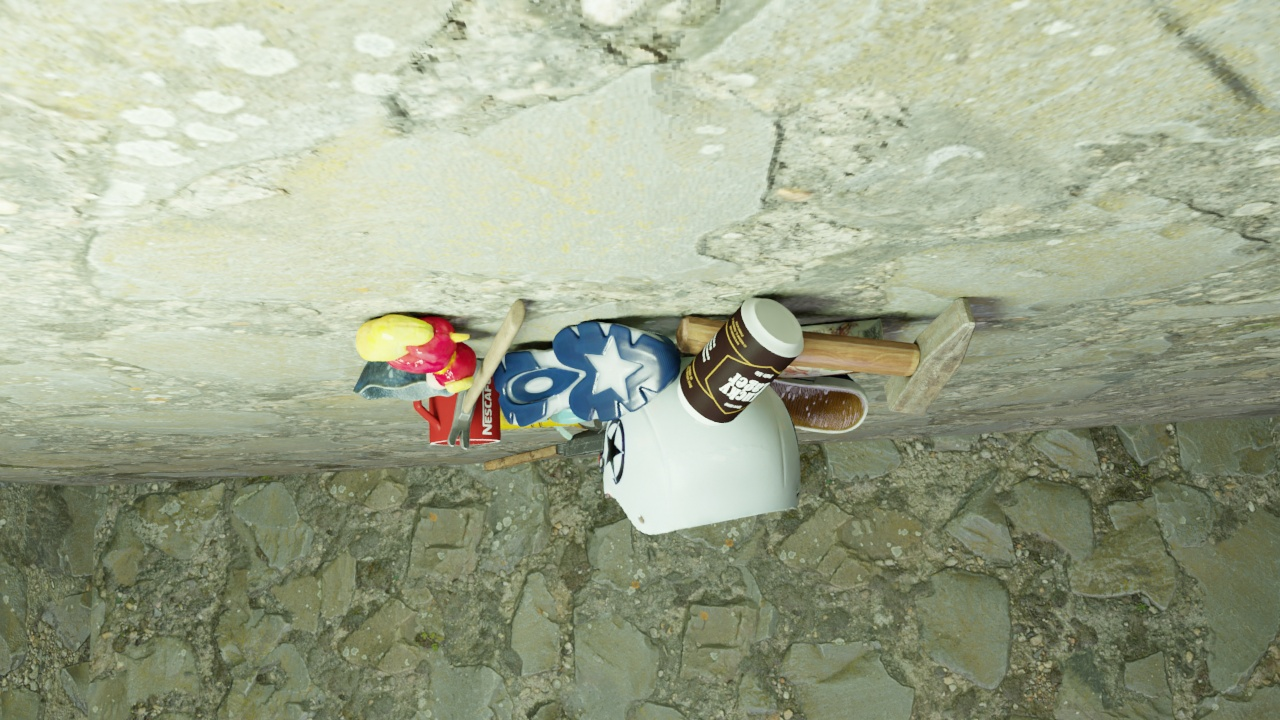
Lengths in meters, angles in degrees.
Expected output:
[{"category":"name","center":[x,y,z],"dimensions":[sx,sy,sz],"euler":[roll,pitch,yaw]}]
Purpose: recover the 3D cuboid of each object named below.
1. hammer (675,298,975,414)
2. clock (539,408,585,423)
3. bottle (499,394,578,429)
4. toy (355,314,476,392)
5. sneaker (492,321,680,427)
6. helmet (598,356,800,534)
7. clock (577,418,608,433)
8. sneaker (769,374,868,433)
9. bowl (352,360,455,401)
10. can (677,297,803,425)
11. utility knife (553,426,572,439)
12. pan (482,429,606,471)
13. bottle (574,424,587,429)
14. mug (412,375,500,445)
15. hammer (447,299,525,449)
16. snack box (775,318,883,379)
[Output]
[{"category":"hammer","center":[0.185,-0.015,0.955],"dimensions":[0.300,0.037,0.158],"euler":[6,142,-8]},{"category":"clock","center":[-0.093,0.043,1.177],"dimensions":[0.124,0.053,0.089],"euler":[-1,-154,27]},{"category":"bottle","center":[-0.131,0.060,1.302],"dimensions":[0.164,0.071,0.071],"euler":[-3,171,1]},{"category":"toy","center":[-0.209,-0.012,0.897],"dimensions":[0.106,0.067,0.137],"euler":[-11,156,27]},{"category":"sneaker","center":[-0.040,0.009,1.017],"dimensions":[0.132,0.103,0.270],"euler":[-15,-178,-44]},{"category":"helmet","center":[0.066,0.077,1.082],"dimensions":[0.236,0.164,0.264],"euler":[-6,-160,-8]},{"category":"clock","center":[-0.042,0.059,1.238],"dimensions":[0.091,0.044,0.122],"euler":[12,-146,40]},{"category":"sneaker","center":[0.155,0.037,1.265],"dimensions":[0.294,0.121,0.127],"euler":[2,-149,-5]},{"category":"bowl","center":[-0.260,0.013,1.014],"dimensions":[0.110,0.055,0.110],"euler":[-3,170,-1]},{"category":"can","center":[0.096,0.002,0.889],"dimensions":[0.071,0.072,0.129],"euler":[4,141,-37]},{"category":"utility knife","center":[-0.143,0.081,1.351],"dimensions":[0.022,0.015,0.158],"euler":[-30,-144,-18]},{"category":"pan","center":[-0.085,0.125,1.371],"dimensions":[0.358,0.040,0.207],"euler":[-10,174,21]},{"category":"bottle","center":[-0.055,0.077,1.438],"dimensions":[0.068,0.067,0.156],"euler":[-7,170,23]},{"category":"mug","center":[-0.235,0.056,1.154],"dimensions":[0.081,0.096,0.116],"euler":[-12,167,43]},{"category":"hammer","center":[-0.160,0.011,0.967],"dimensions":[0.030,0.119,0.332],"euler":[15,157,-16]},{"category":"snack box","center":[0.205,-0.010,1.080],"dimensions":[0.147,0.041,0.143],"euler":[-5,171,9]}]
